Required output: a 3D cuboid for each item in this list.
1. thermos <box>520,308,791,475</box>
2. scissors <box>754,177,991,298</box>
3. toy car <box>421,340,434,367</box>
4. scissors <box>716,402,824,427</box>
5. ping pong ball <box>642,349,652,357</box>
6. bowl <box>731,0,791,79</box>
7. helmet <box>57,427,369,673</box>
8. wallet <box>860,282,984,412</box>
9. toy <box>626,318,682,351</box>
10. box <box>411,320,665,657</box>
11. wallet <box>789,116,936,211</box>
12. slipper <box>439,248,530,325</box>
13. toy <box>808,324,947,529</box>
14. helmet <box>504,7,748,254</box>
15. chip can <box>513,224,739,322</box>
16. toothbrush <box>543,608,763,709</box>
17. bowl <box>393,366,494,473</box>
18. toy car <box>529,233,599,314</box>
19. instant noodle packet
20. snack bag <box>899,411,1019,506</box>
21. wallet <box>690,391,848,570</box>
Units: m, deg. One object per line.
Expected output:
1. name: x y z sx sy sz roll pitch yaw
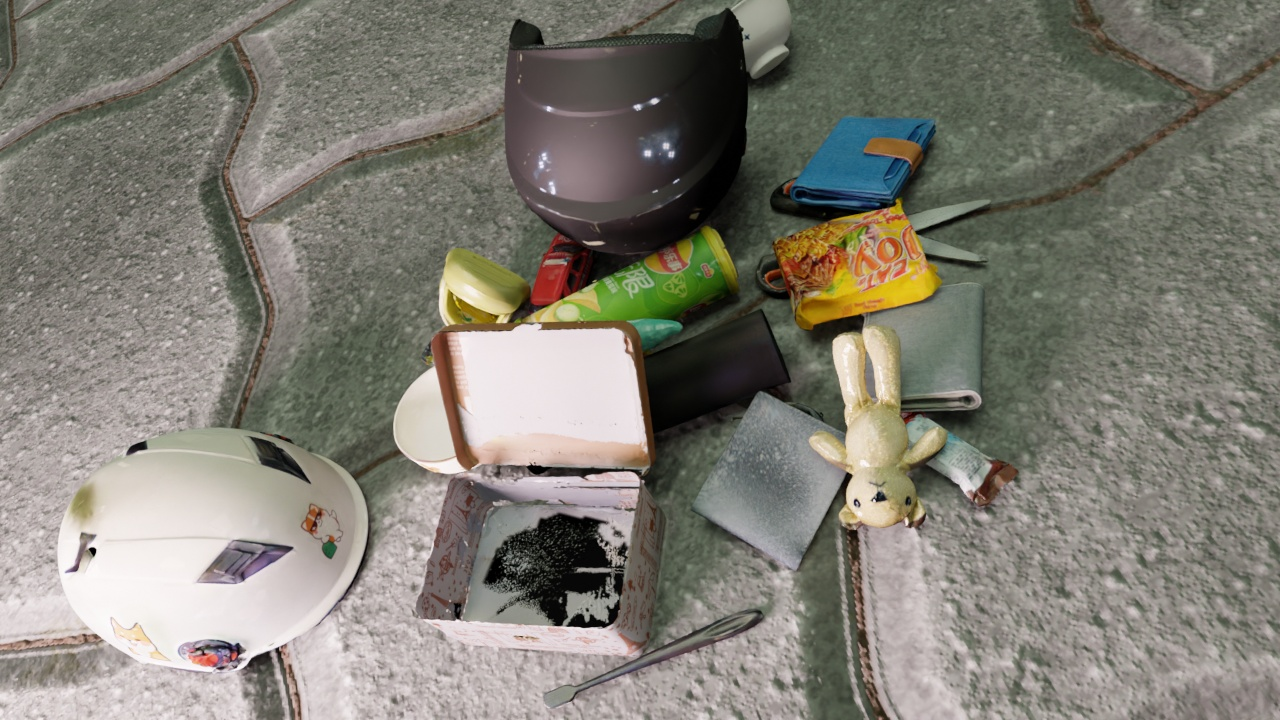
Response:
1. thermos: 0.003 0.028 0.795 0.243 0.090 0.068 -22 59 10
2. scissors: 0.208 -0.127 0.876 0.221 0.022 0.224 -30 50 -1
3. toy car: -0.176 0.001 0.926 0.090 0.035 0.042 19 66 25
4. scissors: 0.081 0.048 0.807 0.163 0.014 0.165 -6 53 18
5. ping pong ball: -0.005 0.005 0.853 0.040 0.040 0.040 -10 53 14
6. bowl: 0.129 -0.359 1.036 0.118 0.118 0.064 -33 90 -4
7. helmet: -0.405 0.152 0.830 0.274 0.157 0.229 -7 54 16
8. wallet: 0.232 -0.008 0.770 0.107 0.037 0.129 -5 44 27
9. toy: -0.007 -0.021 0.810 0.096 0.092 0.030 -7 89 7
10. box: -0.077 0.102 0.745 0.179 0.130 0.272 -2 85 19
11. wallet: 0.220 -0.196 0.899 0.106 0.040 0.132 13 50 32
12. slipper: -0.162 -0.060 0.893 0.091 0.190 0.081 30 92 -9
13. toy: 0.180 0.051 0.703 0.105 0.066 0.157 -6 86 16
14. helmet: -0.015 -0.215 0.894 0.234 0.274 0.230 3 83 13
15. chip can: -0.017 -0.050 0.877 0.221 0.072 0.072 -26 51 2
16. toothbrush: 0.010 0.229 0.705 0.181 0.018 0.015 -23 59 2
17. bowl: -0.167 0.060 0.863 0.113 0.062 0.113 -11 52 14
18. toy car: -0.079 -0.088 0.947 0.053 0.045 0.120 1 55 20
19. instant noodle packet: 0.189 -0.087 0.813 0.128 0.044 0.110 -16 50 10
20. snack bag: 0.239 0.072 0.720 0.045 0.026 0.105 -40 52 -19
21. wallet: 0.111 0.094 0.742 0.097 0.019 0.120 28 71 14
